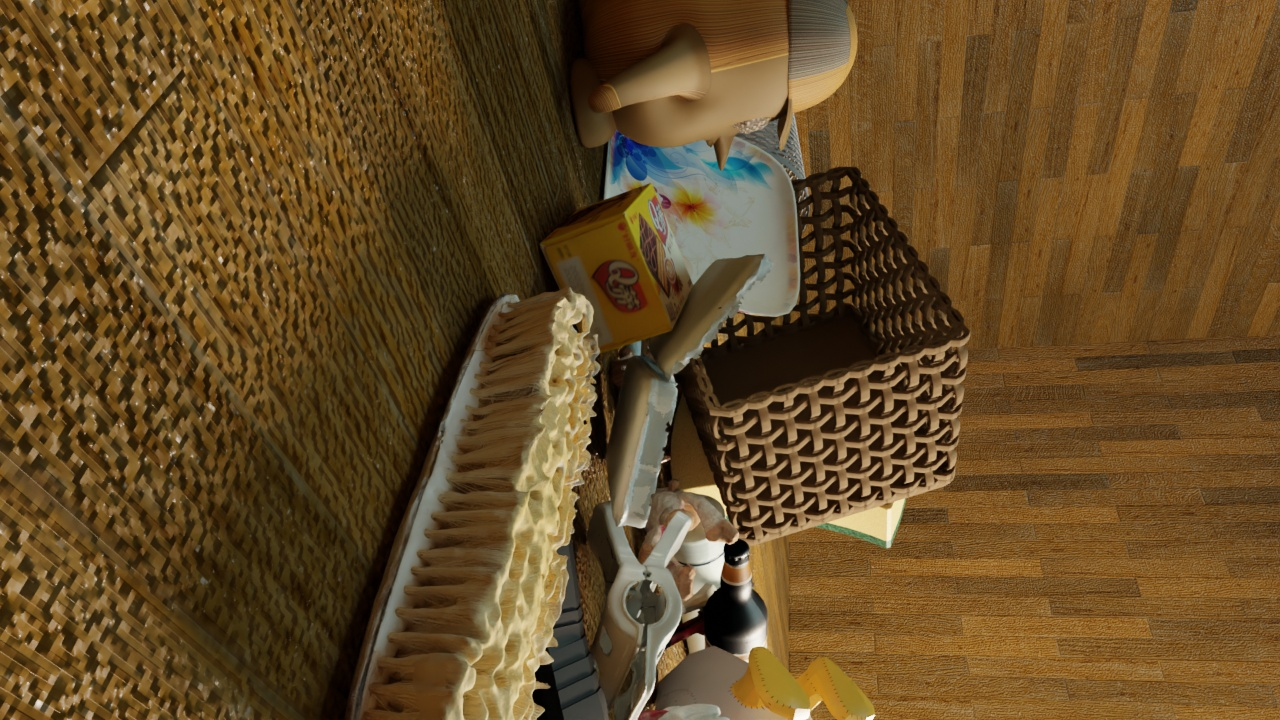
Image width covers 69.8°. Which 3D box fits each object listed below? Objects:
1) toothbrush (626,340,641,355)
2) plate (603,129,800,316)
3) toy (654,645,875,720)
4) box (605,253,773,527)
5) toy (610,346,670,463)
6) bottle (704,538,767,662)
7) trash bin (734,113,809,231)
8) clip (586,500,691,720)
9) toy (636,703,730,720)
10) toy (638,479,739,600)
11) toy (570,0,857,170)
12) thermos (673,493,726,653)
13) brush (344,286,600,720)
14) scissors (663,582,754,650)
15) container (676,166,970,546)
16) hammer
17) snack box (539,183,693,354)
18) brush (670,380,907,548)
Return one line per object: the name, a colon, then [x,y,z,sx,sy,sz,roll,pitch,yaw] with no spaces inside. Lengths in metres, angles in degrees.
toothbrush: [-0.005,0.005,0.795,0.022,0.016,0.155,3,83,-40]
plate: [0.052,-0.126,0.783,0.016,0.187,0.186,-44,-143,52]
toy: [0.072,0.356,0.772,0.268,0.140,0.246,-60,-147,18]
box: [0.019,0.008,0.618,0.209,0.061,0.192,-109,-139,-82]
toy: [-0.001,0.038,0.752,0.055,0.041,0.102,171,-92,-80]
bottle: [0.089,0.243,0.856,0.059,0.059,0.182,-72,162,-59]
trash bin: [0.116,-0.231,1.089,0.157,0.156,0.182,75,15,-44]
clip: [-0.006,0.165,0.596,0.125,0.074,0.143,109,-13,-50]
toy: [0.018,0.313,0.652,0.159,0.084,0.195,-112,-154,-58]
toy: [0.031,0.152,0.835,0.085,0.074,0.106,-64,-161,17]
toy: [0.059,-0.225,0.691,0.198,0.203,0.163,-73,157,-58]
thermos: [0.070,0.242,0.971,0.067,0.068,0.230,-77,160,-50]
brush: [-0.063,0.069,0.408,0.270,0.057,0.083,-80,161,-46]
scissors: [0.060,0.247,0.887,0.188,0.015,0.146,52,54,-46]
container: [0.152,-0.004,0.886,0.214,0.219,0.251,74,-1,-47]
hammer: [-0.026,0.244,0.500,0.130,0.039,0.328,-22,105,-41]
snack box: [-0.012,-0.064,0.622,0.105,0.061,0.083,-63,133,-66]
brush: [0.164,0.090,0.999,0.075,0.250,0.194,74,25,-47]
